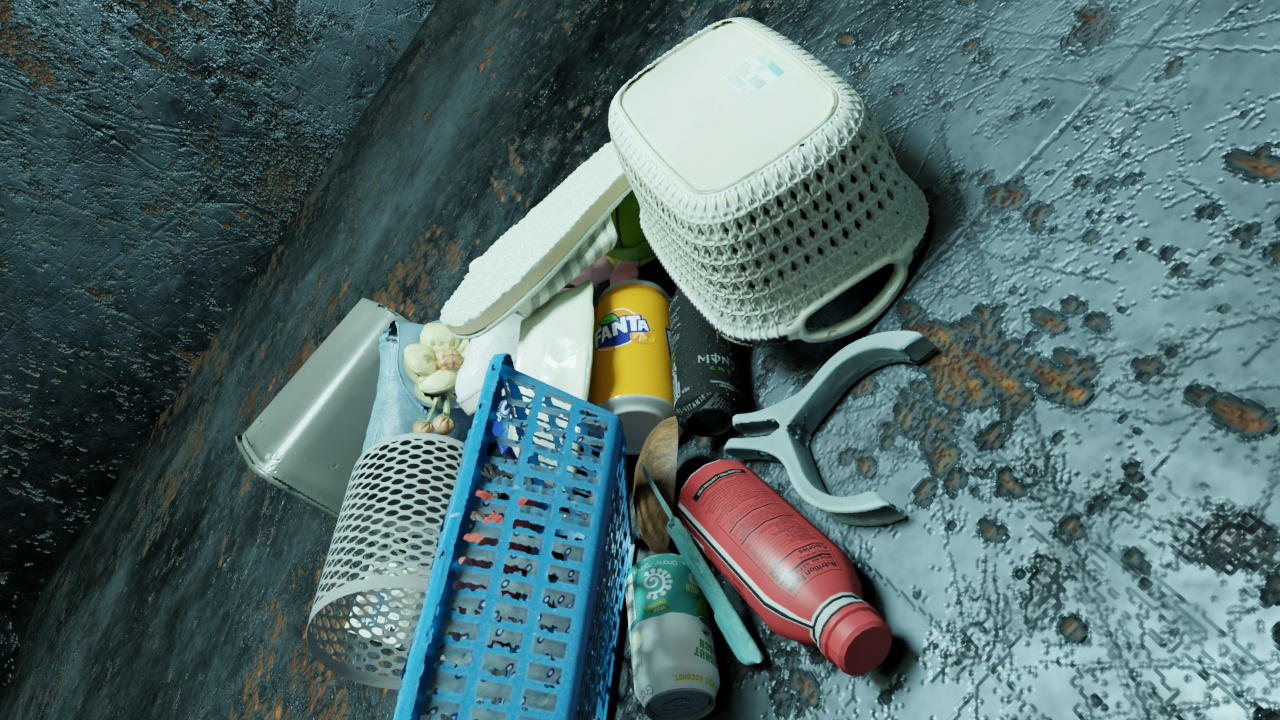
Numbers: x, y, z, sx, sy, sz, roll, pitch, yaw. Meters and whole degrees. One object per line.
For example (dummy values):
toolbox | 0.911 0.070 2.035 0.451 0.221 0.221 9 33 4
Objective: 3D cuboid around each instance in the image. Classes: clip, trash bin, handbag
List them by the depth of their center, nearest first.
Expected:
clip | 0.121 0.068 0.592 0.173 0.030 0.164 -33 38 36
trash bin | -0.207 0.177 0.841 0.157 0.156 0.183 -41 33 27
handbag | -0.222 0.054 0.959 0.119 0.121 0.191 -1 76 58
trash bin | -0.317 0.062 1.073 0.220 0.197 0.198 -57 29 -9

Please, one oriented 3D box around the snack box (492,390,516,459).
snack box | -0.132 0.036 0.978 0.082 0.027 0.150 -53 31 9

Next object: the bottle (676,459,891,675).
bottle | 0.086 0.124 0.560 0.062 0.062 0.176 -56 31 4

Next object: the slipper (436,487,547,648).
slipper | -0.125 0.154 0.713 0.248 0.059 0.103 -33 -51 -81

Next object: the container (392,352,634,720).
container | -0.069 0.210 0.574 0.258 0.089 0.361 87 -170 -57

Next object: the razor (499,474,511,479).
razor | -0.116 0.128 0.882 0.042 0.026 0.106 -62 27 -2

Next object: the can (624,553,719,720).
can | 0.020 0.182 0.609 0.055 0.055 0.101 -40 35 27

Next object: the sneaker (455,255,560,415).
sneaker | -0.141 -0.051 0.928 0.091 0.104 0.235 -27 23 42

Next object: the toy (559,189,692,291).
toy | -0.003 -0.138 0.887 0.239 0.088 0.189 -24 35 27

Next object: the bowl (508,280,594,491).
bowl | -0.081 0.022 0.796 0.219 0.060 0.188 -167 83 -83

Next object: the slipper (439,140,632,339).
slipper | -0.063 -0.114 0.802 0.272 0.054 0.115 -49 27 -18

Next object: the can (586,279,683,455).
can | -0.005 0.005 0.774 0.079 0.079 0.142 -36 38 33

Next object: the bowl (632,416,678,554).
bowl | 0.008 0.091 0.670 0.114 0.026 0.102 104 171 -77

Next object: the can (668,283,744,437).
can | 0.051 -0.004 0.727 0.054 0.054 0.137 -36 38 33

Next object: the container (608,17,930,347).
container | 0.083 -0.140 0.678 0.185 0.143 0.251 -33 44 2

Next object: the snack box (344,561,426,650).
snack box | -0.260 0.257 0.968 0.150 0.026 0.081 -10 56 52

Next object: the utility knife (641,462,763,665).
utility knife | 0.034 0.131 0.595 0.147 0.015 0.022 58 158 18
